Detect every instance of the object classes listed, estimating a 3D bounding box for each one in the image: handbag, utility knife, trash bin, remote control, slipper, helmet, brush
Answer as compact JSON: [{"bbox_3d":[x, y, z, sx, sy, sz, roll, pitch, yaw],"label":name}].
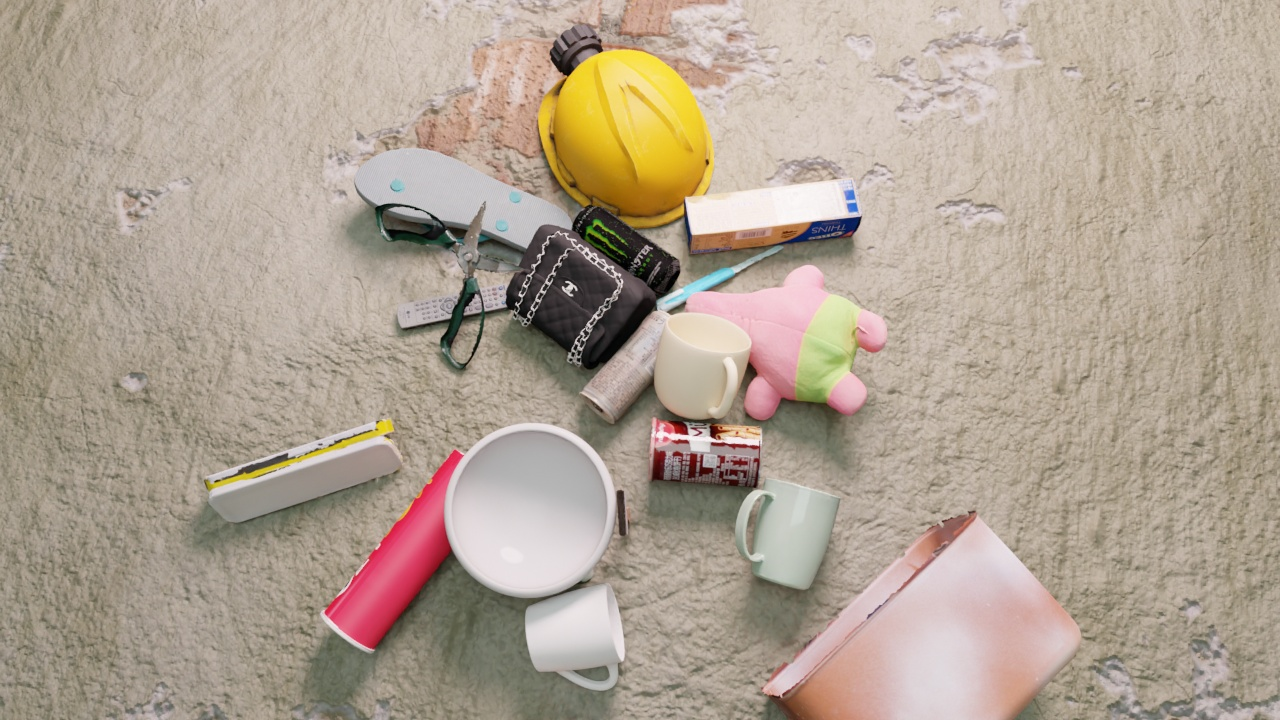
[{"bbox_3d":[-0.080,-0.070,1.047,0.154,0.114,0.125,36,101,10],"label":"handbag"},{"bbox_3d":[0.097,-0.100,1.106,0.176,0.015,0.022,-26,45,-7],"label":"utility knife"},{"bbox_3d":[0.267,0.294,0.889,0.259,0.182,0.157,-39,77,-11],"label":"trash bin"},{"bbox_3d":[-0.225,-0.065,1.105,0.136,0.013,0.033,-12,72,-2],"label":"remote control"},{"bbox_3d":[-0.214,-0.192,1.135,0.268,0.055,0.098,16,70,-5],"label":"slipper"},{"bbox_3d":[-0.019,-0.298,1.115,0.205,0.131,0.255,-31,75,-9],"label":"helmet"},{"bbox_3d":[-0.016,0.160,0.958,0.008,0.143,0.045,-5,80,1],"label":"brush"}]

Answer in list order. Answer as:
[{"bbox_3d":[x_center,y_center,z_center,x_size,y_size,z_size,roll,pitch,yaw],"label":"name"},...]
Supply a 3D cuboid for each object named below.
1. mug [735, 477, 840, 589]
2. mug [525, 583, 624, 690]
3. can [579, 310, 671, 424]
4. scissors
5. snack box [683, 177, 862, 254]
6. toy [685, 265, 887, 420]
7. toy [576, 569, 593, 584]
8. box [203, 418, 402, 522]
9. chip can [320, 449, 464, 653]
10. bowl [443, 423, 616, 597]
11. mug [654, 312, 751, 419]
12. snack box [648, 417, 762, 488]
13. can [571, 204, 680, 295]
[{"bbox_3d":[0.148,0.180,0.970,0.111,0.084,0.104,20,82,-30],"label":"mug"},{"bbox_3d":[-0.065,0.296,0.958,0.088,0.081,0.114,-13,103,4],"label":"mug"},{"bbox_3d":[-0.006,0.006,1.055,0.054,0.054,0.135,39,78,13],"label":"can"},{"bbox_3d":[-0.231,-0.096,1.071,0.202,0.015,0.204,17,105,18],"label":"scissors"},{"bbox_3d":[0.158,-0.173,1.107,0.207,0.057,0.056,-6,71,-2],"label":"snack box"},{"bbox_3d":[0.158,-0.027,1.047,0.237,0.097,0.192,20,83,22],"label":"toy"},{"bbox_3d":[-0.077,0.185,1.008,0.079,0.038,0.122,10,75,13],"label":"toy"},{"bbox_3d":[-0.376,0.118,1.026,0.210,0.067,0.070,-18,71,-5],"label":"box"},{"bbox_3d":[-0.244,0.202,0.991,0.069,0.069,0.220,35,76,12],"label":"chip can"},{"bbox_3d":[-0.112,0.156,0.961,0.176,0.066,0.176,0,79,2],"label":"bowl"},{"bbox_3d":[0.068,0.018,1.002,0.096,0.100,0.120,-2,31,-27],"label":"mug"},{"bbox_3d":[0.070,0.102,1.012,0.121,0.072,0.072,4,72,3],"label":"snack box"},{"bbox_3d":[-0.017,-0.133,1.100,0.138,0.054,0.054,36,76,12],"label":"can"}]
